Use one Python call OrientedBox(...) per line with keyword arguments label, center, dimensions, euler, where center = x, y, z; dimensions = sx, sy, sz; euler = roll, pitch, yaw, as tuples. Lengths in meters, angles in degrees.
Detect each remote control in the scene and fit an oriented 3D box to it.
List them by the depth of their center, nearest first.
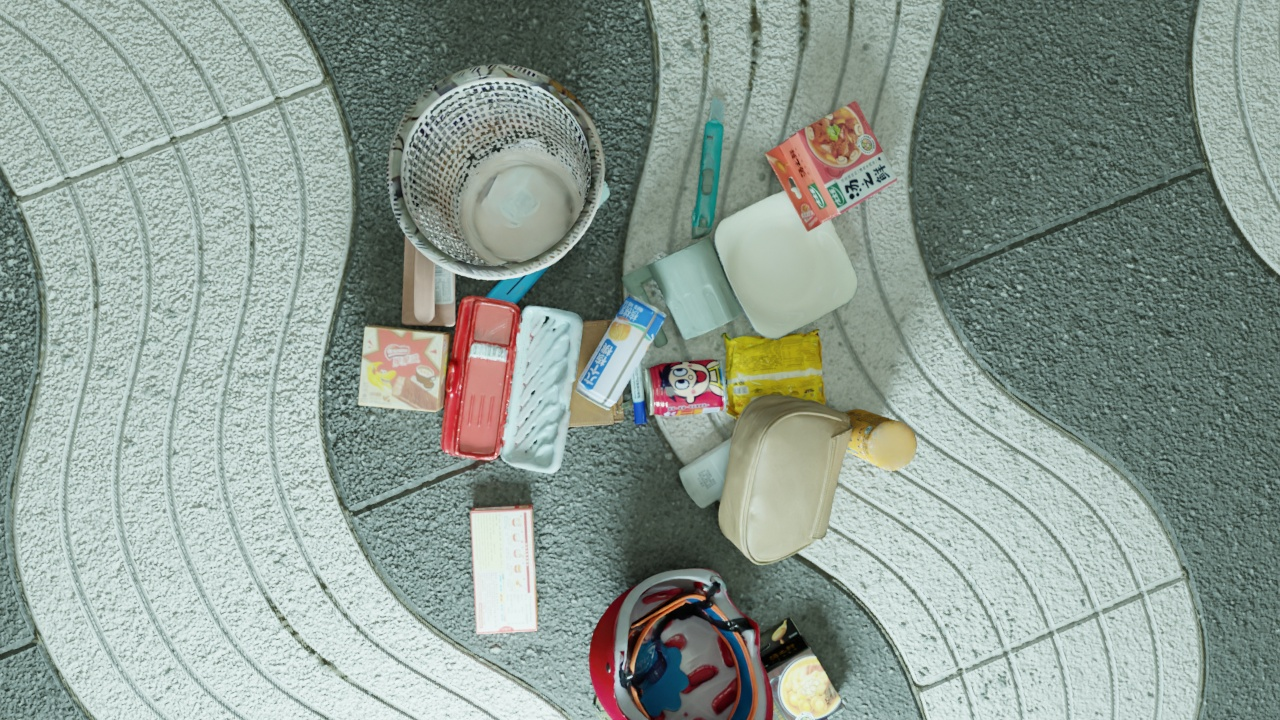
OrientedBox(label="remote control", center=(0.122, 0.127, 1.166), dimensions=(0.150, 0.021, 0.058), euler=(-31, 97, -2))

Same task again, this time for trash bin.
OrientedBox(label="trash bin", center=(-0.148, -0.189, 1.035), dimensions=(0.227, 0.192, 0.227), euler=(0, 86, 2))

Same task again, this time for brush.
OrientedBox(label="brush", center=(-0.253, -0.114, 1.101), dimensions=(0.063, 0.073, 0.145), euler=(2, 91, -4))

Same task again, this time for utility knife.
OrientedBox(label="utility knife", center=(-0.110, -0.142, 1.138), dimensions=(0.034, 0.018, 0.208), euler=(43, 88, -4))
OrientedBox(label="utility knife", center=(0.086, -0.240, 1.149), dimensions=(0.029, 0.013, 0.178), euler=(6, 92, -5))

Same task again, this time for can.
OrientedBox(label="can", center=(-0.024, -0.010, 1.098), dimensions=(0.053, 0.053, 0.134), euler=(30, 92, -5))
OrientedBox(label="can", center=(0.282, 0.094, 1.113), dimensions=(0.058, 0.146, 0.058), euler=(0, 93, -4))
OrientedBox(label="can", center=(0.055, 0.034, 1.134), dimensions=(0.094, 0.066, 0.066), euler=(-5, 93, -4))

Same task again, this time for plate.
OrientedBox(label="plate", center=(0.176, -0.121, 1.138), dimensions=(0.164, 0.034, 0.163), euler=(-26, 92, -17))

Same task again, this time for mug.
OrientedBox(label="mug", center=(0.050, -0.081, 1.129), dimensions=(0.124, 0.083, 0.103), euler=(-23, 96, 24))

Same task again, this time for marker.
OrientedBox(label="marker", center=(-0.007, 0.007, 1.149), dimensions=(0.017, 0.017, 0.146), euler=(-6, 90, -4))

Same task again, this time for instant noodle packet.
OrientedBox(label="instant noodle packet", center=(0.165, 0.017, 1.153), dimensions=(0.128, 0.044, 0.110), euler=(-3, 87, -8))

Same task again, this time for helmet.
OrientedBox(label="helmet", center=(0.037, 0.374, 1.102), dimensions=(0.206, 0.144, 0.240), euler=(-34, 94, -38))

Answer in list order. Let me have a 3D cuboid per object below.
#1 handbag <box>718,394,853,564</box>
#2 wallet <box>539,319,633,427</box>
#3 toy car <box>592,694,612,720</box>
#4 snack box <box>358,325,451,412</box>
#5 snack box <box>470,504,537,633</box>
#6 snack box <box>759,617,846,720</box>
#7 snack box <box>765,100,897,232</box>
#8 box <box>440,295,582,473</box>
OrientedBox(label="handbag", center=(0.171, 0.138, 1.113), dimensions=(0.147, 0.100, 0.205), euler=(0, 112, -25))
OrientedBox(label="wallet", center=(-0.069, 0.017, 1.139), dimensions=(0.119, 0.035, 0.130), euler=(-4, 95, -5))
OrientedBox(label="toy car", center=(0.004, 0.464, 1.166), dimensions=(0.070, 0.042, 0.158), euler=(-41, 97, -1))
OrientedBox(label="snack box", center=(-0.282, 0.009, 1.102), dimensions=(0.093, 0.077, 0.094), euler=(6, 92, -4))
OrientedBox(label="snack box", center=(-0.170, 0.261, 1.148), dimensions=(0.077, 0.027, 0.156), euler=(-2, 93, -4))
OrientedBox(label="snack box", center=(0.181, 0.417, 1.175), dimensions=(0.113, 0.053, 0.125), euler=(-32, 100, -2))
OrientedBox(label="snack box", center=(0.235, -0.239, 1.127), dimensions=(0.127, 0.044, 0.113), euler=(-32, 95, -21))
OrientedBox(label="box", center=(-0.158, 0.029, 1.119), dimensions=(0.161, 0.050, 0.201), euler=(10, 98, 3))
